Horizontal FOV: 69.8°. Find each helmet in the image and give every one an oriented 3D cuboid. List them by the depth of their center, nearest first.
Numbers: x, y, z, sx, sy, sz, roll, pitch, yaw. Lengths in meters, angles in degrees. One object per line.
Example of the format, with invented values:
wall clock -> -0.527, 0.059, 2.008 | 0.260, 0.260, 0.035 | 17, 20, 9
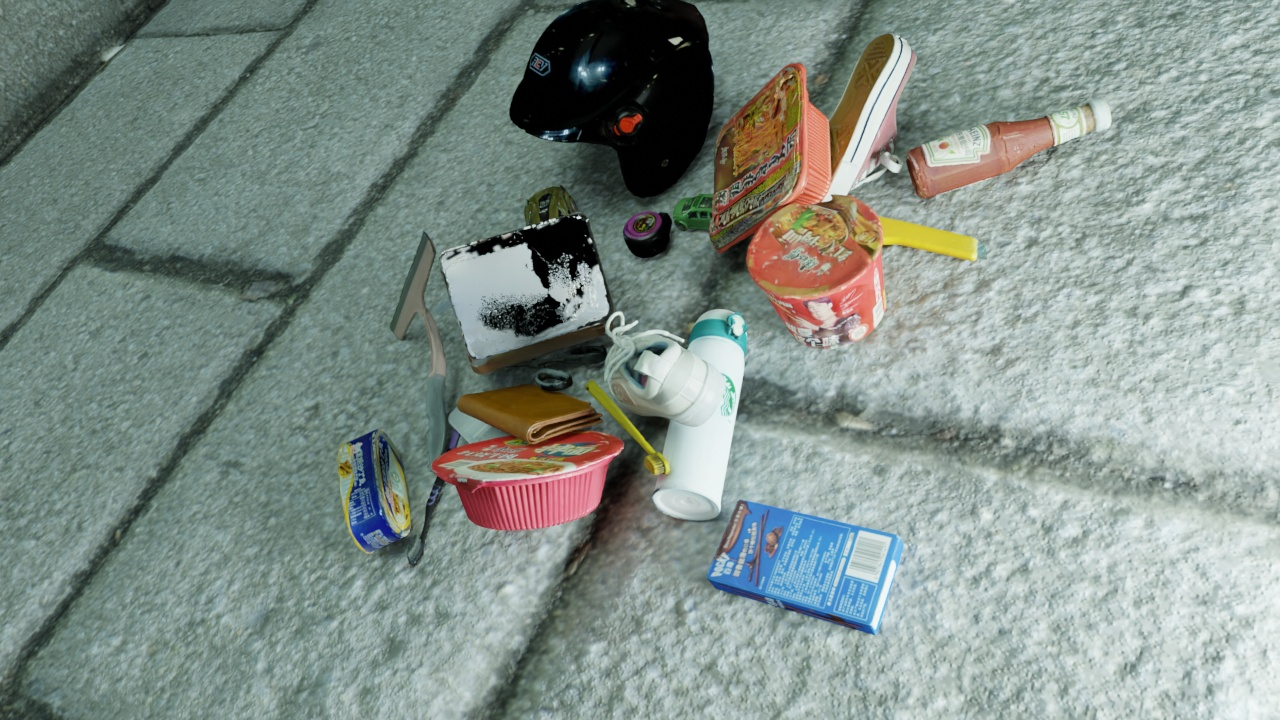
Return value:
helmet -> -0.031, -0.362, 1.200 | 0.274, 0.231, 0.233 | -7, 38, -31

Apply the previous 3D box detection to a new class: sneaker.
sneaker -> -0.005, 0.005, 0.933 | 0.089, 0.090, 0.242 | -60, 21, -3
sneaker -> 0.258, -0.250, 1.057 | 0.241, 0.087, 0.118 | -63, 26, 2

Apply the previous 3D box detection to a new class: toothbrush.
toothbrush -> -0.019, 0.066, 0.933 | 0.016, 0.016, 0.190 | -10, 28, -22
toothbrush -> -0.234, 0.145, 1.048 | 0.014, 0.017, 0.188 | -7, 50, 25

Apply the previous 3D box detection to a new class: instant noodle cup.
instant noodle cup -> -0.110, 0.121, 0.921 | 0.194, 0.193, 0.066 | -1, 98, 26
instant noodle cup -> 0.190, -0.083, 0.948 | 0.138, 0.108, 0.137 | -14, 49, 16
instant noodle cup -> 0.151, -0.223, 1.046 | 0.165, 0.079, 0.188 | -33, 47, 51

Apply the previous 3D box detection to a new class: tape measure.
tape measure -> 0.009, -0.156, 1.146 | 0.058, 0.039, 0.057 | -3, 53, 19

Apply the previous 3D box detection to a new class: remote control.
remote control -> -0.169, 0.085, 1.057 | 0.055, 0.020, 0.136 | -45, 50, -11

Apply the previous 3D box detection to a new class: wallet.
wallet -> -0.116, 0.052, 1.009 | 0.131, 0.118, 0.035 | 16, 108, 44

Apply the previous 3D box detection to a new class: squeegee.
squeegee -> -0.254, 0.015, 1.109 | 0.040, 0.248, 0.249 | -1, 67, -26

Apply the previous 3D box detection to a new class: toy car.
toy car -> 0.081, -0.184, 1.135 | 0.091, 0.036, 0.043 | 5, 59, 35
toy car -> -0.118, -0.173, 1.223 | 0.070, 0.042, 0.158 | -21, 50, 11

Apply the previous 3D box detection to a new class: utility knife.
utility knife -> 0.299, -0.132, 0.995 | 0.165, 0.015, 0.033 | 22, 72, 36

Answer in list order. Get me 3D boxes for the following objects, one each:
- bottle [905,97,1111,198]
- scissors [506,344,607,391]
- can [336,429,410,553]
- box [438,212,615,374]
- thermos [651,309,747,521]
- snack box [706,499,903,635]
bottle -> 0.397, -0.234, 0.995 | 0.206, 0.060, 0.059 | -17, 49, 15
scissors -> -0.119, 0.003, 1.082 | 0.159, 0.014, 0.175 | -16, 25, -6
can -> -0.302, 0.146, 1.042 | 0.049, 0.075, 0.148 | -25, 48, 2
box -> -0.133, -0.078, 1.093 | 0.182, 0.153, 0.181 | -17, 9, -9
thermos -> 0.067, 0.047, 0.934 | 0.073, 0.073, 0.223 | -3, 53, 25
snack box -> 0.145, 0.180, 0.818 | 0.157, 0.026, 0.084 | 9, 59, 32
